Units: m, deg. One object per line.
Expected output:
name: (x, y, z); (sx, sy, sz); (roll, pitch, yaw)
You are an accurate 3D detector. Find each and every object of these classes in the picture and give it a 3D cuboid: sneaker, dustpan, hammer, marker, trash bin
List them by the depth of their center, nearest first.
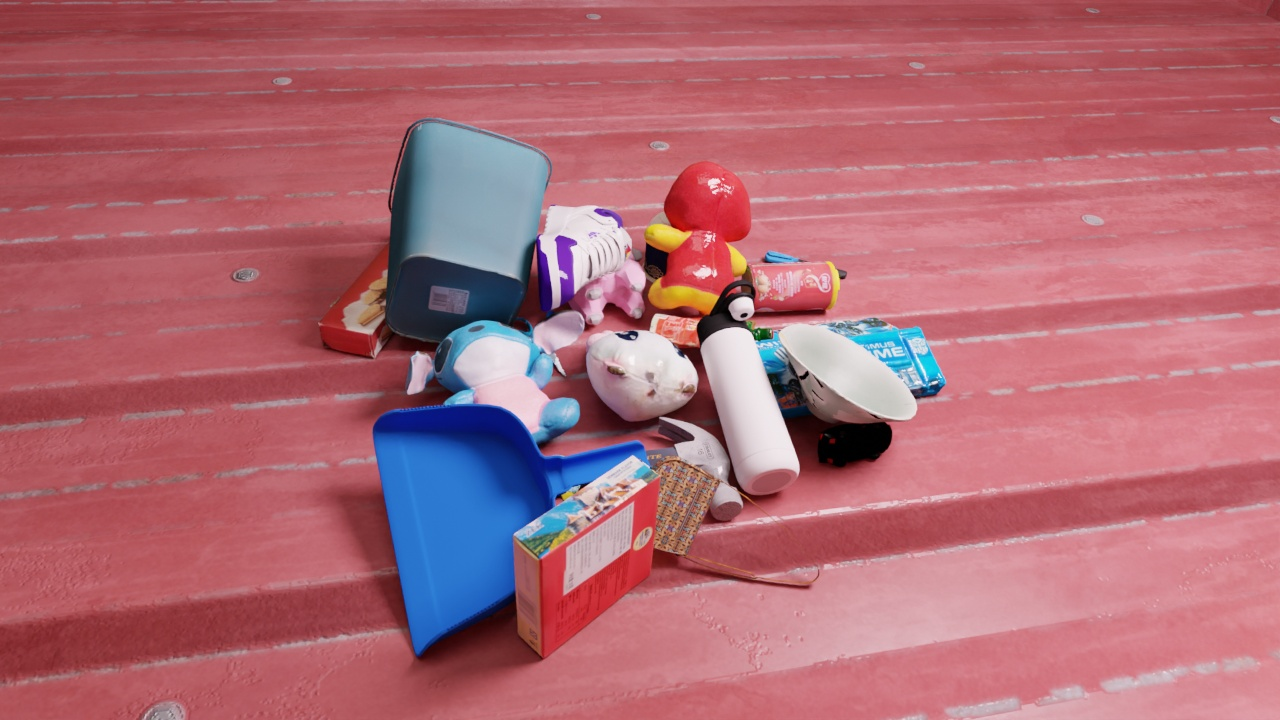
dustpan: (-0.115, 0.131, 0.898); (0.257, 0.060, 0.245); (-11, 59, -16)
hammer: (-0.058, 0.127, 0.984); (0.312, 0.035, 0.139); (-6, 41, -11)
sneaker: (-0.067, -0.130, 1.145); (0.111, 0.092, 0.243); (0, 29, 1)
trash bin: (-0.226, -0.148, 1.160); (0.196, 0.200, 0.218); (12, 50, -18)
marker: (0.244, -0.141, 1.356); (0.123, 0.015, 0.018); (15, 39, 10)

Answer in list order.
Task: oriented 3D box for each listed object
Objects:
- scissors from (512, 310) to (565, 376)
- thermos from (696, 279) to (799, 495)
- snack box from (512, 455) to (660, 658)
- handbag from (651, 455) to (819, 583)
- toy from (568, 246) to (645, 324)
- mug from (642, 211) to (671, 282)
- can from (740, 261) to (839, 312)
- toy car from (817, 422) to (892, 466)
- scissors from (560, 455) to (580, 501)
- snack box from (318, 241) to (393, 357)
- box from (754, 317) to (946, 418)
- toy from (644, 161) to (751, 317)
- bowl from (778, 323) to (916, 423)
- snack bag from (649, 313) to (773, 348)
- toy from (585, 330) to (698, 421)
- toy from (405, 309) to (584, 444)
scissors: (-0.112, -0.022, 1.177); (0.083, 0.016, 0.135); (-14, 44, -23)
thermos: (0.123, 0.028, 1.030); (0.068, 0.102, 0.229); (6, 51, -27)
snack box: (-0.047, 0.178, 0.835); (0.040, 0.143, 0.144); (33, 47, 32)
handbag: (0.089, 0.170, 0.921); (0.196, 0.093, 0.043); (24, 1, 3)
toy: (-0.045, -0.114, 1.256); (0.123, 0.067, 0.157); (-9, 36, -12)
mug: (0.060, -0.167, 1.309); (0.111, 0.089, 0.085); (-10, 42, -18)
can: (0.204, -0.101, 1.261); (0.124, 0.067, 0.066); (-2, 40, -9)
toy car: (0.244, 0.091, 1.050); (0.091, 0.042, 0.036); (-10, 30, -17)
scissors: (-0.068, 0.150, 0.934); (0.132, 0.012, 0.108); (25, 69, 9)
snack box: (-0.332, -0.107, 1.233); (0.077, 0.044, 0.272); (12, 40, 9)
box: (0.240, -0.011, 1.162); (0.243, 0.060, 0.175); (-8, 41, -15)
toy: (0.086, -0.164, 1.216); (0.147, 0.216, 0.099); (16, -12, -30)
bowl: (0.224, 0.034, 1.052); (0.174, 0.068, 0.174); (22, 27, -12)
snack bag: (0.091, -0.036, 1.161); (0.155, 0.044, 0.087); (1, 24, 17)
toy: (-0.007, 0.006, 1.093); (0.138, 0.101, 0.179); (16, 17, -20)
toy: (-0.150, 0.023, 1.055); (0.223, 0.099, 0.191); (-18, 50, -26)
